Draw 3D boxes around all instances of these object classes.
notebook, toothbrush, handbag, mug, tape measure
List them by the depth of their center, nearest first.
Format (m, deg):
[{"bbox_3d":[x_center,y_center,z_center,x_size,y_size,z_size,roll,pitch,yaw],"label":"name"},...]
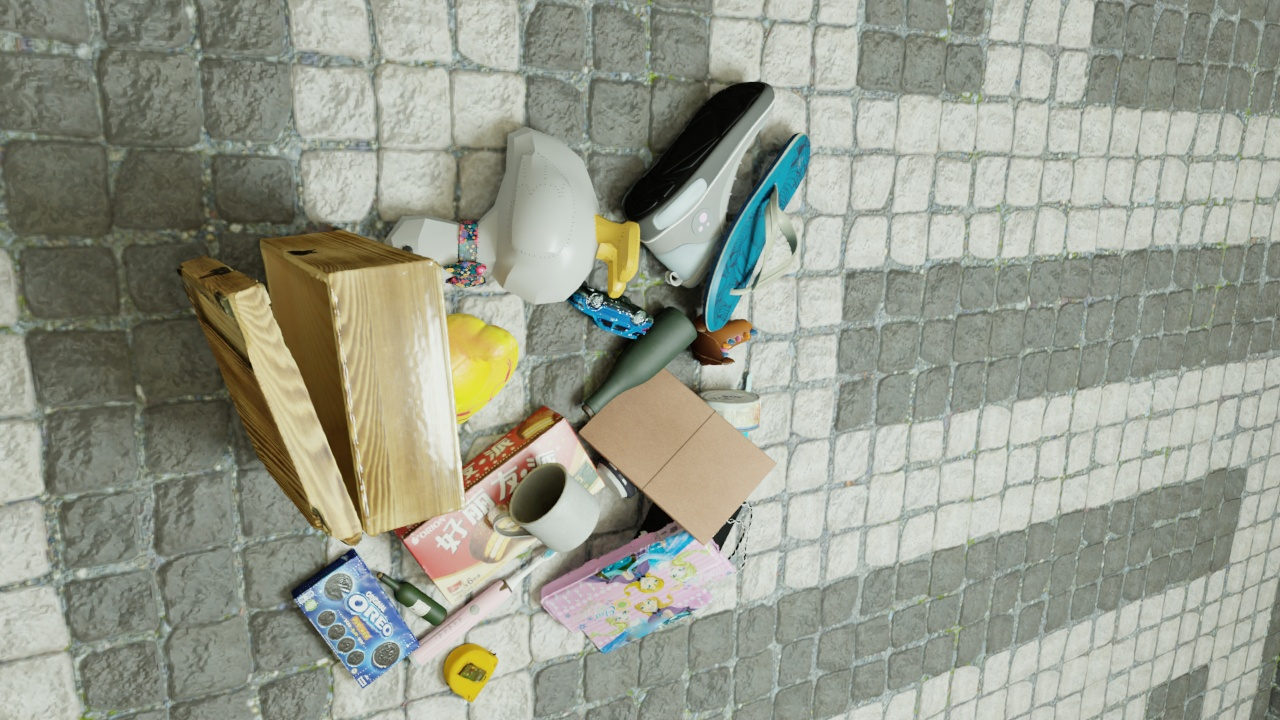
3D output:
[{"bbox_3d":[-0.110,0.177,1.057,0.113,0.084,0.070,-34,125,13],"label":"mug"},{"bbox_3d":[-0.192,0.300,1.139,0.222,0.027,0.027,-36,79,-18],"label":"toothbrush"},{"bbox_3d":[-0.214,0.385,1.146,0.059,0.030,0.068,42,79,-34],"label":"tape measure"},{"bbox_3d":[0.047,0.111,1.152,0.209,0.008,0.141,41,71,12],"label":"notebook"},{"bbox_3d":[0.071,0.214,1.198,0.125,0.114,0.154,2,127,-32],"label":"handbag"}]

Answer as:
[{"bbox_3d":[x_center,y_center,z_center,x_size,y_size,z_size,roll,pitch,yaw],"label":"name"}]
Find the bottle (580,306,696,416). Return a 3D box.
[{"bbox_3d":[-0.007,0.007,1.157,0.174,0.055,0.055,-43,120,-13],"label":"bottle"}]

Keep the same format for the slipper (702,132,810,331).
[{"bbox_3d":[0.163,-0.165,1.171,0.294,0.060,0.118,-60,152,-16],"label":"slipper"}]

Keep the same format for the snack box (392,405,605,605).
[{"bbox_3d":[-0.167,0.170,1.099,0.236,0.060,0.113,-37,118,-18],"label":"snack box"}]

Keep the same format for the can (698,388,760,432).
[{"bbox_3d":[0.118,0.068,1.227,0.086,0.086,0.043,-5,103,-30],"label":"can"}]

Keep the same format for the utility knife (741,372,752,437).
[{"bbox_3d":[0.146,0.099,1.293,0.022,0.015,0.169,2,103,-31],"label":"utility knife"}]

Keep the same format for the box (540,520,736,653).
[{"bbox_3d":[0.006,0.302,1.192,0.231,0.035,0.159,-29,121,12],"label":"box"}]

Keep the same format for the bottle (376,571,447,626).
[{"bbox_3d":[-0.272,0.280,1.086,0.025,0.025,0.106,-49,121,-11],"label":"bottle"}]

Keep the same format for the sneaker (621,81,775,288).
[{"bbox_3d":[0.100,-0.217,1.151,0.256,0.093,0.160,-48,130,-13],"label":"sneaker"}]

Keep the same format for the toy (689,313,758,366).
[{"bbox_3d":[0.115,-0.023,1.195,0.090,0.103,0.071,-21,118,-18],"label":"toy"}]

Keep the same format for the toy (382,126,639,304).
[{"bbox_3d":[-0.137,-0.138,1.001,0.267,0.141,0.246,10,79,-8],"label":"toy"}]

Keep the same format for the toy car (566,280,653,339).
[{"bbox_3d":[-0.040,-0.060,1.119,0.120,0.056,0.044,21,104,-37],"label":"toy car"}]

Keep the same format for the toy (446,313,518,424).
[{"bbox_3d":[-0.196,0.011,0.983,0.087,0.194,0.134,38,86,3],"label":"toy"}]

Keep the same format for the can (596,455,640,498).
[{"bbox_3d":[0.007,0.118,1.187,0.127,0.064,0.064,-39,119,-17],"label":"can"}]

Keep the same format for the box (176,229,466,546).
[{"bbox_3d":[-0.299,0.020,0.856,0.175,0.279,0.247,-15,110,-31],"label":"box"}]

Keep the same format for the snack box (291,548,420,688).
[{"bbox_3d":[-0.325,0.298,1.058,0.082,0.027,0.150,-35,118,-19],"label":"snack box"}]
